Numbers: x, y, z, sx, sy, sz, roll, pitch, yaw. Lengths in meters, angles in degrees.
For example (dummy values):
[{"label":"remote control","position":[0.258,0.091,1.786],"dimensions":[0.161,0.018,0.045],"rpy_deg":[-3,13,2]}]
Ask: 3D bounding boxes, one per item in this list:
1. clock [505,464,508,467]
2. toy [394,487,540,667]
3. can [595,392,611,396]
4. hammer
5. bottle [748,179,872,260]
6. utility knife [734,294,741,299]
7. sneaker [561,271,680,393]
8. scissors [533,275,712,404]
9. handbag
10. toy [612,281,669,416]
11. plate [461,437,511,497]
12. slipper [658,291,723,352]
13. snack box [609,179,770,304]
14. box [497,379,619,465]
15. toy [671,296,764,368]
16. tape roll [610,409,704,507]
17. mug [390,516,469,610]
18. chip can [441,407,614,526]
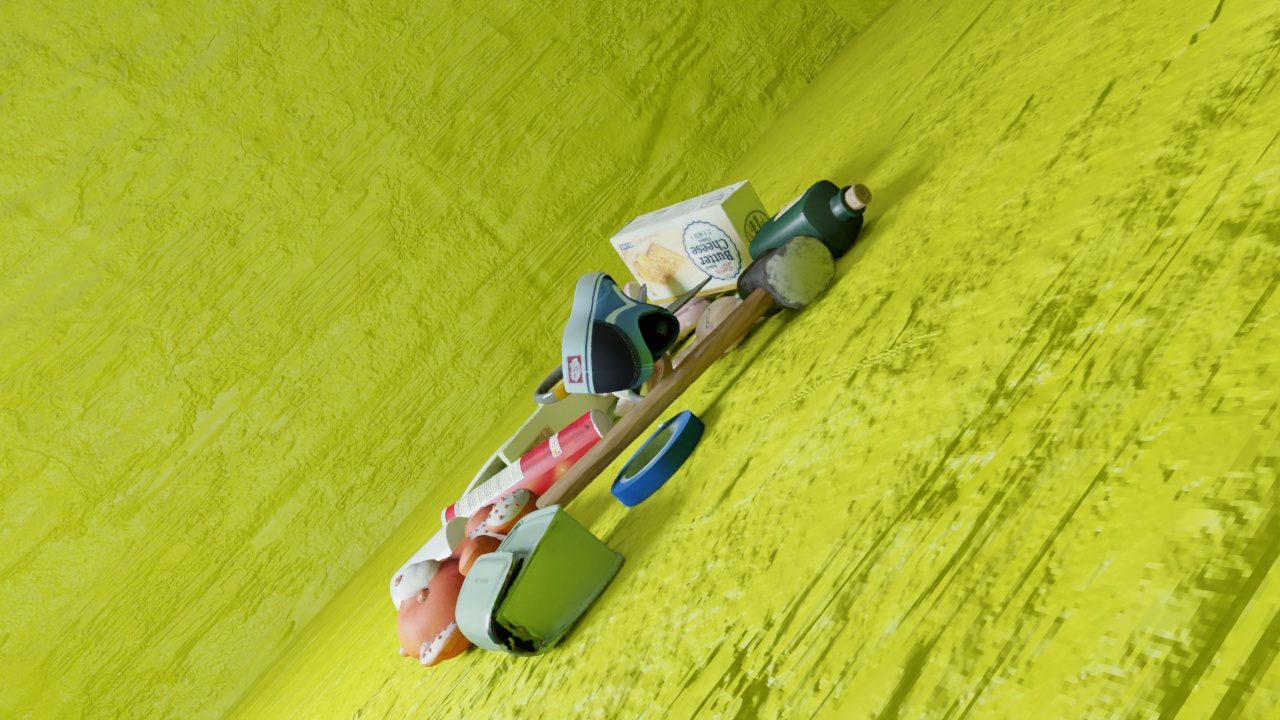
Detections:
[{"label":"clock","position":[-0.140,0.139,1.168],"dimensions":[0.129,0.044,0.099],"rpy_deg":[-41,-15,-35]},{"label":"toy","position":[-0.158,0.194,0.834],"dimensions":[0.172,0.093,0.164],"rpy_deg":[-52,10,-27]},{"label":"can","position":[-0.033,-0.003,1.118],"dimensions":[0.032,0.032,0.095],"rpy_deg":[-32,31,63]},{"label":"hammer","position":[0.036,0.014,0.786],"dimensions":[0.328,0.052,0.098],"rpy_deg":[-44,6,-9]},{"label":"bottle","position":[0.163,-0.124,0.848],"dimensions":[0.061,0.061,0.132],"rpy_deg":[-53,10,-31]},{"label":"utility knife","position":[0.131,-0.093,1.046],"dimensions":[0.022,0.015,0.161],"rpy_deg":[-22,22,43]},{"label":"sneaker","position":[-0.013,-0.026,0.852],"dimensions":[0.098,0.083,0.241],"rpy_deg":[-2,18,1]},{"label":"scissors","position":[-0.012,-0.008,0.916],"dimensions":[0.225,0.016,0.229],"rpy_deg":[-36,28,5]},{"label":"handbag","position":[-0.081,0.162,0.668],"dimensions":[0.106,0.067,0.122],"rpy_deg":[-51,9,-24]},{"label":"toy","position":[-0.006,0.006,1.016],"dimensions":[0.194,0.084,0.159],"rpy_deg":[-93,8,-74]},{"label":"plate","position":[-0.186,0.155,1.204],"dimensions":[0.242,0.016,0.243],"rpy_deg":[-51,-10,-13]},{"label":"slipper","position":[0.018,-0.032,1.192],"dimensions":[0.275,0.054,0.114],"rpy_deg":[-34,7,18]},{"label":"snack box","position":[0.066,-0.131,1.066],"dimensions":[0.057,0.104,0.208],"rpy_deg":[-46,22,-30]},{"label":"box","position":[-0.087,0.094,1.105],"dimensions":[0.187,0.066,0.128],"rpy_deg":[-50,-37,-38]},{"label":"toy","position":[0.074,-0.027,0.896],"dimensions":[0.110,0.047,0.063],"rpy_deg":[-46,-2,27]},{"label":"tape roll","position":[0.014,0.081,0.761],"dimensions":[0.092,0.016,0.092],"rpy_deg":[-50,8,-28]},{"label":"mug","position":[-0.195,0.225,0.982],"dimensions":[0.097,0.078,0.111],"rpy_deg":[-44,-20,20]},{"label":"chip can","position":[-0.120,0.129,0.999],"dimensions":[0.215,0.052,0.051],"rpy_deg":[-35,10,16]}]
